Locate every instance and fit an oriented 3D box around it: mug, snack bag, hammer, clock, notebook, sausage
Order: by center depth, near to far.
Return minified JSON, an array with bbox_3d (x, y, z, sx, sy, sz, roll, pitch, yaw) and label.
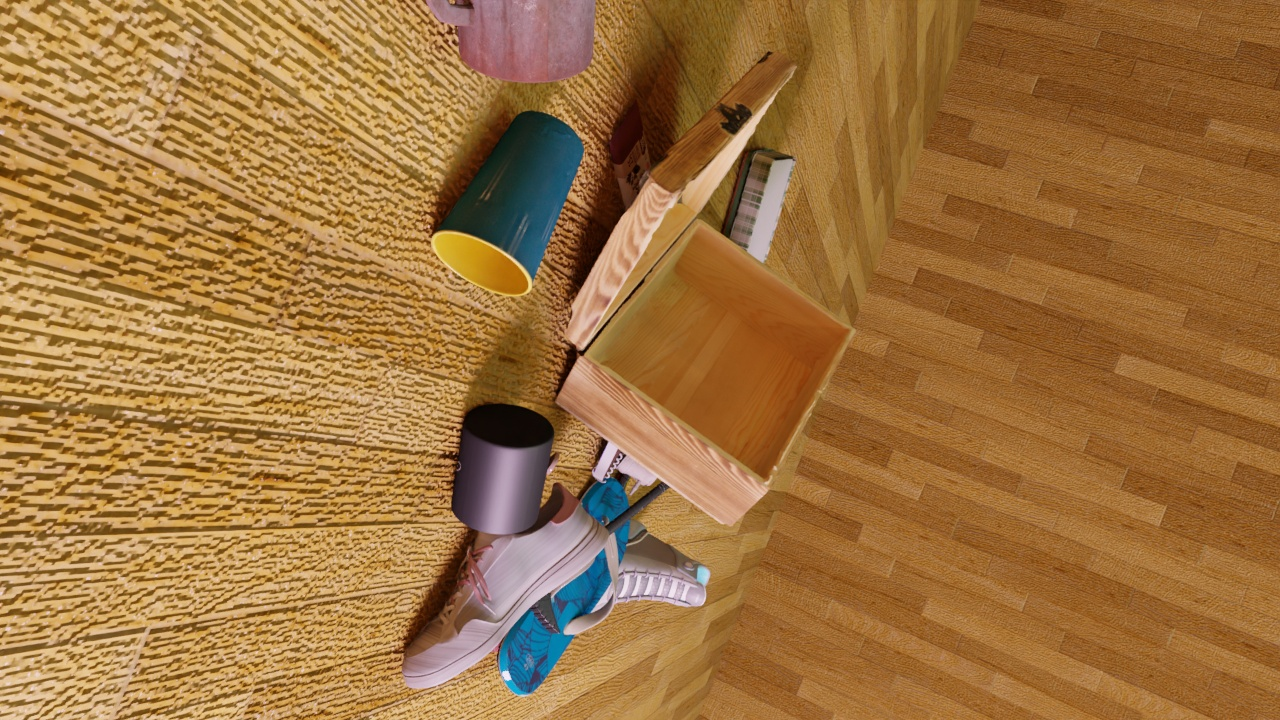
[{"bbox_3d":[-0.081,-0.231,0.558,0.122,0.096,0.110,-28,136,-34],"label":"mug"},{"bbox_3d":[-0.091,-0.118,0.672,0.078,0.078,0.121,72,38,-62],"label":"mug"},{"bbox_3d":[-0.121,0.086,0.817,0.113,0.078,0.088,-94,-164,-66],"label":"mug"},{"bbox_3d":[-0.005,-0.187,0.924,0.057,0.013,0.158,-60,160,-21],"label":"snack bag"},{"bbox_3d":[-0.020,0.195,1.084,0.323,0.015,0.095,-31,98,-45],"label":"hammer"},{"bbox_3d":[0.015,0.036,1.136,0.208,0.022,0.172,-54,173,-37],"label":"notebook"},{"bbox_3d":[0.027,0.107,1.212,0.104,0.061,0.156,-53,179,32],"label":"clock"},{"bbox_3d":[-0.027,0.167,1.235,0.155,0.020,0.020,-60,160,-24],"label":"sausage"}]

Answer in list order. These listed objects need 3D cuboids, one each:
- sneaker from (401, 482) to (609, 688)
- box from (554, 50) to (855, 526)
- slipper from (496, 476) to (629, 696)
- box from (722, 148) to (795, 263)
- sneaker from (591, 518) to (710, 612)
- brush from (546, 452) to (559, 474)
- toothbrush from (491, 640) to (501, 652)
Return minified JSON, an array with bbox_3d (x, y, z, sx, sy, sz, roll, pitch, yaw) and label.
[{"bbox_3d":[-0.142,0.203,0.872,0.235,0.089,0.099,-38,-168,-25],"label":"sneaker"},{"bbox_3d":[0.094,-0.078,0.919,0.278,0.286,0.337,-53,175,-39],"label":"box"},{"bbox_3d":[-0.068,0.266,1.088,0.293,0.060,0.118,-56,134,-41],"label":"slipper"},{"bbox_3d":[0.158,-0.198,1.311,0.117,0.051,0.206,-28,135,-59],"label":"box"},{"bbox_3d":[0.000,0.306,1.241,0.256,0.160,0.093,-19,128,-68],"label":"sneaker"},{"bbox_3d":[-0.096,0.108,0.881,0.049,0.015,0.136,-63,-168,-21],"label":"brush"},{"bbox_3d":[-0.152,0.246,0.980,0.016,0.016,0.190,-38,145,-49],"label":"toothbrush"}]
